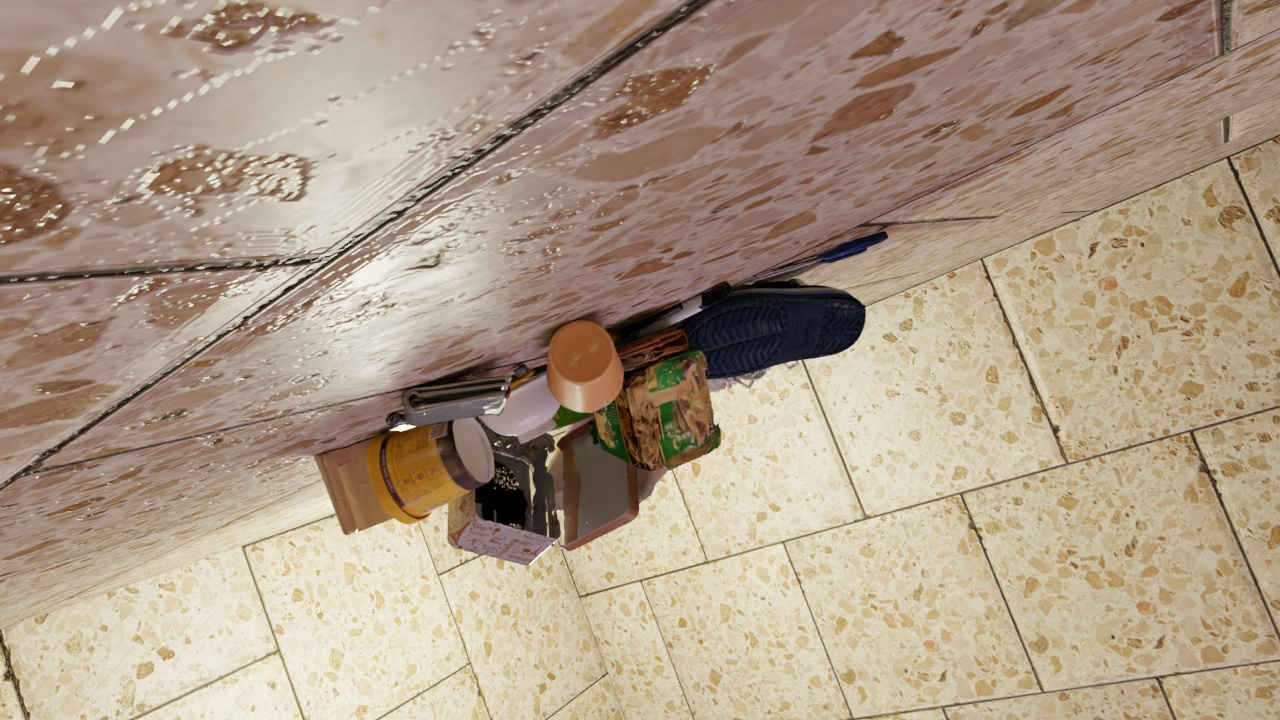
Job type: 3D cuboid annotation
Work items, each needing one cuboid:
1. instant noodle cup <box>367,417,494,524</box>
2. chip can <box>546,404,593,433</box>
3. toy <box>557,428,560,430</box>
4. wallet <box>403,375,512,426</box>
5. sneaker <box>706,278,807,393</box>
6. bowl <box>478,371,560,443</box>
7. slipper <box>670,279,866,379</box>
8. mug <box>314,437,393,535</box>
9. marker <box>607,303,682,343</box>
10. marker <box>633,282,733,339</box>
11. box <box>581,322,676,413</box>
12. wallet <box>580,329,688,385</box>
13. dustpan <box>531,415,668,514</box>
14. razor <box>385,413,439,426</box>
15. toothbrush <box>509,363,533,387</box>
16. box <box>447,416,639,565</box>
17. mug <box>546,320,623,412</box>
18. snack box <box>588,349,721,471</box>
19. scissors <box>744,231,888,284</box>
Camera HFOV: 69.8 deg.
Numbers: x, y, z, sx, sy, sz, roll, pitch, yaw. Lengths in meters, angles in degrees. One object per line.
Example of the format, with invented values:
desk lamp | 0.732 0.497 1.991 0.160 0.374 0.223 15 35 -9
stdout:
instant noodle cup | -0.251 0.126 1.120 0.115 0.118 0.118 -23 176 15
chip can | -0.094 0.053 1.289 0.222 0.072 0.072 -22 176 19
toy | -0.095 0.053 1.364 0.108 0.083 0.039 -24 141 -7
wallet | -0.182 0.038 0.913 0.106 0.037 0.130 -9 172 -15
sneaker | 0.141 -0.001 1.215 0.243 0.090 0.089 -37 151 15
bowl | -0.138 0.061 1.114 0.118 0.065 0.118 -27 -178 1
slipper | 0.148 -0.049 1.100 0.252 0.105 0.095 -9 -151 -17
mug | -0.345 0.156 1.147 0.084 0.103 0.124 -23 176 20
marker | -0.010 -0.034 0.989 0.124 0.015 0.018 -24 179 20
marker | 0.043 -0.052 0.997 0.131 0.018 0.022 -25 -172 32
box | -0.007 0.007 1.149 0.184 0.059 0.090 -18 162 -11
wallet | -0.022 -0.001 1.003 0.132 0.031 0.107 -20 178 19
dustpan | -0.039 0.095 1.317 0.223 0.139 0.272 -14 -168 35
razor | -0.240 0.063 1.033 0.043 0.022 0.142 -24 175 19
toothbrush | -0.165 0.030 1.049 0.016 0.018 0.192 -42 -170 -31
box | -0.139 0.145 1.198 0.227 0.180 0.156 -31 133 27
mug | -0.054 0.003 0.870 0.078 0.078 0.123 -21 170 -6
snack box | 0.009 0.055 1.036 0.117 0.118 0.106 -18 -167 -36
scissors | 0.202 -0.115 1.030 0.141 0.012 0.170 -23 175 42
